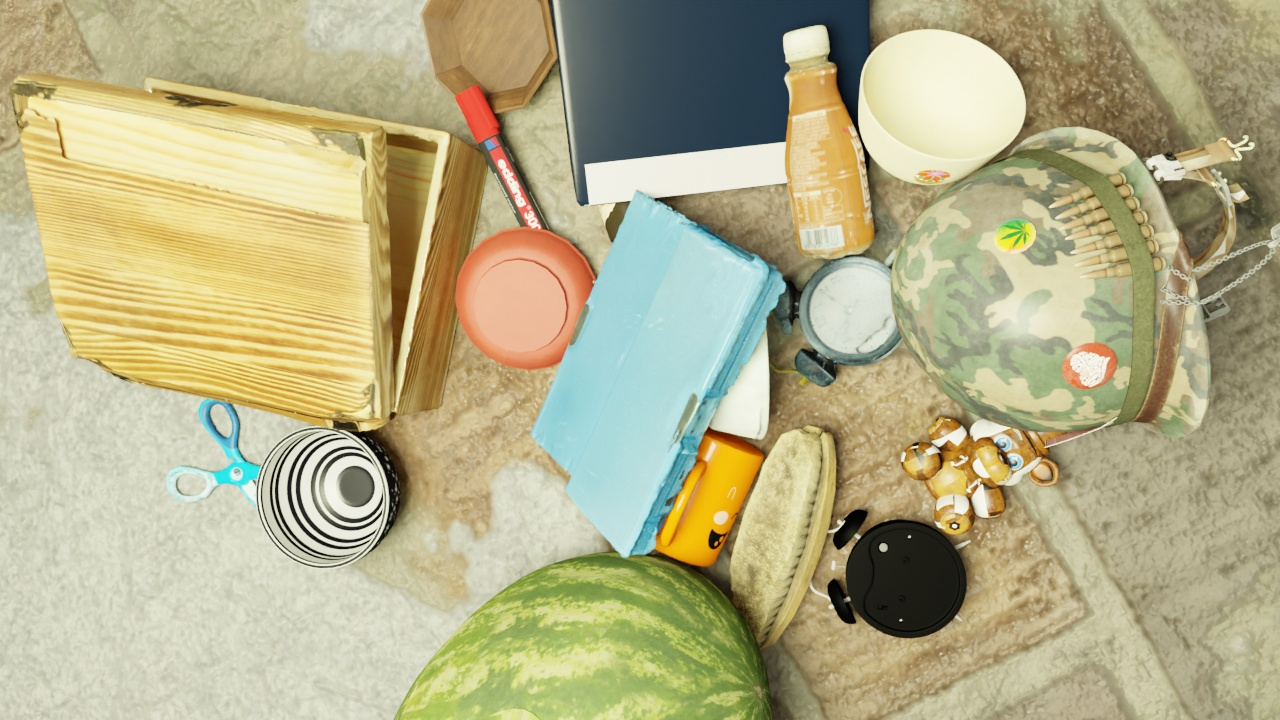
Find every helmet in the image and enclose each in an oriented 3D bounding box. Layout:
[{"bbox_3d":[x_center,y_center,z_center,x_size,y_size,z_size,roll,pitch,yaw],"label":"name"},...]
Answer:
[{"bbox_3d":[-0.023,0.254,0.664,0.248,0.242,0.213,-12,120,34],"label":"helmet"},{"bbox_3d":[0.298,-0.048,0.612,0.236,0.193,0.224,-31,56,-7],"label":"helmet"}]

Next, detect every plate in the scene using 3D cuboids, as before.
[{"bbox_3d":[-0.120,-0.268,0.758,0.131,0.025,0.131,9,111,24],"label":"plate"}]

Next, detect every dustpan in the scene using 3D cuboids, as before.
[{"bbox_3d":[0.050,-0.274,0.712,0.236,0.080,0.273,-7,111,-3],"label":"dustpan"}]

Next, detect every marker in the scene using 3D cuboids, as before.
[{"bbox_3d":[-0.111,-0.157,0.765,0.024,0.021,0.145,-22,99,32],"label":"marker"}]

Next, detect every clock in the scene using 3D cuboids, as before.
[{"bbox_3d":[0.154,-0.033,0.720,0.129,0.052,0.090,-26,87,15],"label":"clock"},{"bbox_3d":[0.193,0.165,0.720,0.121,0.042,0.091,5,92,10],"label":"clock"}]

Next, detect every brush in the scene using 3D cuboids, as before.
[{"bbox_3d":[0.108,0.144,0.724,0.059,0.043,0.195,24,101,42],"label":"brush"}]

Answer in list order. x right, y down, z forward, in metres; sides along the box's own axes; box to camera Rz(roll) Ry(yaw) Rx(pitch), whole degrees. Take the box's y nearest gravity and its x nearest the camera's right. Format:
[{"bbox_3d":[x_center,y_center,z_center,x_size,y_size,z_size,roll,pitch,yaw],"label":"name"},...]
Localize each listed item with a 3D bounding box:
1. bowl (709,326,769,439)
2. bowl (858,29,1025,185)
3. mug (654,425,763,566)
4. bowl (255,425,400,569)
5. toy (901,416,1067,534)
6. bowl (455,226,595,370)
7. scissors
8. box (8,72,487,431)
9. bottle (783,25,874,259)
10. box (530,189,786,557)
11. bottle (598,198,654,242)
[{"bbox_3d":[0.061,0.003,0.700,0.061,0.117,0.117,-3,91,0],"label":"bowl"},{"bbox_3d":[0.213,-0.175,0.685,0.118,0.074,0.117,1,66,-3],"label":"bowl"},{"bbox_3d":[0.039,0.102,0.711,0.078,0.112,0.096,25,96,12],"label":"mug"},{"bbox_3d":[-0.259,0.113,0.791,0.120,0.066,0.120,0,92,11],"label":"bowl"},{"bbox_3d":[0.264,0.073,0.695,0.113,0.067,0.087,-32,86,22],"label":"toy"},{"bbox_3d":[-0.096,-0.048,0.758,0.122,0.035,0.122,1,104,3],"label":"bowl"},{"bbox_3d":[-0.371,0.090,0.840,0.137,0.012,0.127,5,91,13],"label":"scissors"},{"bbox_3d":[-0.305,-0.078,0.723,0.279,0.220,0.259,12,95,8],"label":"box"},{"bbox_3d":[0.136,-0.162,0.687,0.059,0.059,0.167,-9,105,10],"label":"bottle"},{"bbox_3d":[-0.004,0.004,0.685,0.174,0.033,0.232,39,111,45],"label":"box"},{"bbox_3d":[-0.033,-0.190,0.751,0.045,0.045,0.184,-19,88,10],"label":"bottle"}]
